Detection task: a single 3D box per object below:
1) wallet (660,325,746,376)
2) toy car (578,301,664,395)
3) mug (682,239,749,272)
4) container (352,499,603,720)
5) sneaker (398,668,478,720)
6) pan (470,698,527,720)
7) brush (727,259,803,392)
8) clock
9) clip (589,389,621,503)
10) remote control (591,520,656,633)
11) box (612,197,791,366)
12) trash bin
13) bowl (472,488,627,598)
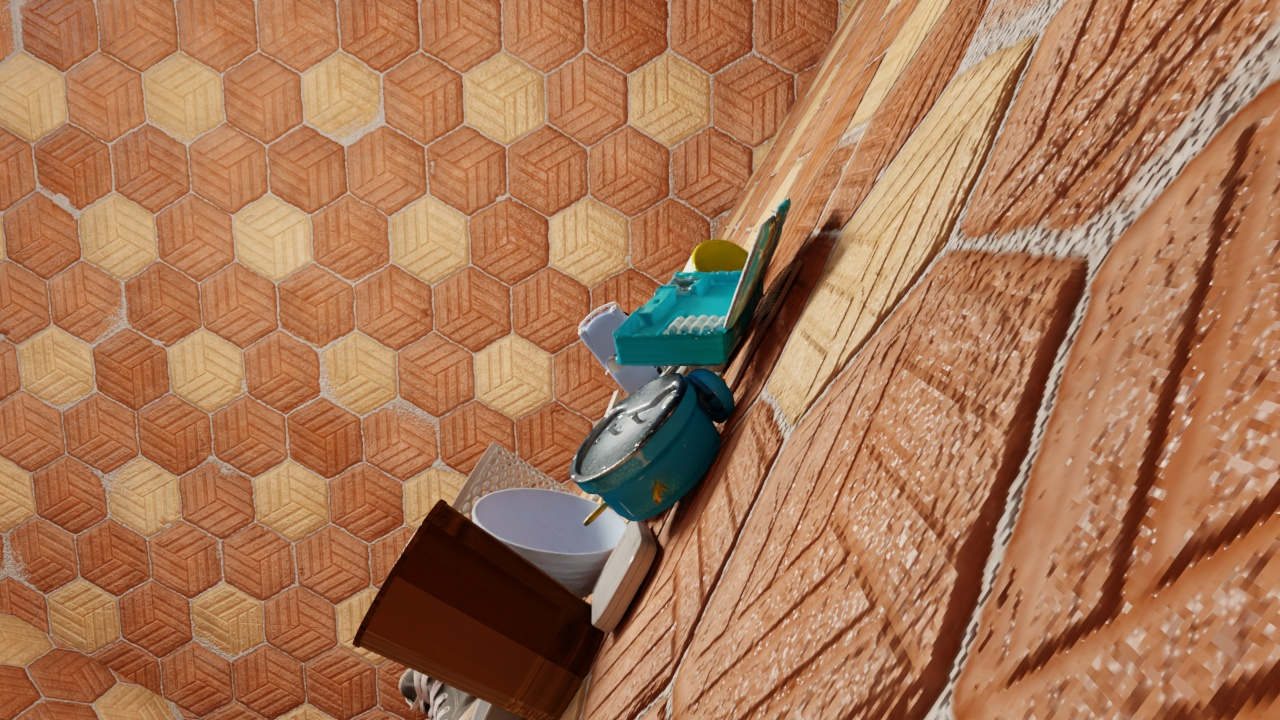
[{"bbox_3d":[0.063,-0.002,0.948,0.132,0.054,0.100,-54,5,24],"label":"wallet"},{"bbox_3d":[-0.006,0.006,1.028,0.056,0.153,0.054,-34,20,15],"label":"toy car"},{"bbox_3d":[0.079,-0.075,1.054,0.082,0.082,0.106,-61,2,-38],"label":"mug"},{"bbox_3d":[-0.125,0.213,0.749,0.132,0.167,0.132,-60,2,3],"label":"container"},{"bbox_3d":[-0.229,0.402,1.045,0.234,0.120,0.095,-67,-13,-65],"label":"sneaker"},{"bbox_3d":[-0.156,0.388,0.898,0.178,0.041,0.357,-150,85,-85],"label":"pan"},{"bbox_3d":[0.101,-0.029,0.800,0.135,0.015,0.050,-61,1,-16],"label":"brush"},{"bbox_3d":[0.014,0.057,0.720,0.117,0.060,0.161,-26,20,48],"label":"clock"},{"bbox_3d":[-0.023,0.132,1.247,0.126,0.105,0.152,-61,-29,-60],"label":"clip"},{"bbox_3d":[-0.013,0.169,0.733,0.074,0.019,0.151,-60,1,-3],"label":"remote control"},{"bbox_3d":[0.077,-0.062,0.803,0.172,0.084,0.226,-34,6,23],"label":"box"},{"bbox_3d":[-0.160,0.224,1.247,0.156,0.183,0.156,-60,2,3],"label":"trash bin"},{"bbox_3d":[-0.089,0.184,0.871,0.150,0.150,0.075,-68,-11,-77],"label":"bowl"}]
